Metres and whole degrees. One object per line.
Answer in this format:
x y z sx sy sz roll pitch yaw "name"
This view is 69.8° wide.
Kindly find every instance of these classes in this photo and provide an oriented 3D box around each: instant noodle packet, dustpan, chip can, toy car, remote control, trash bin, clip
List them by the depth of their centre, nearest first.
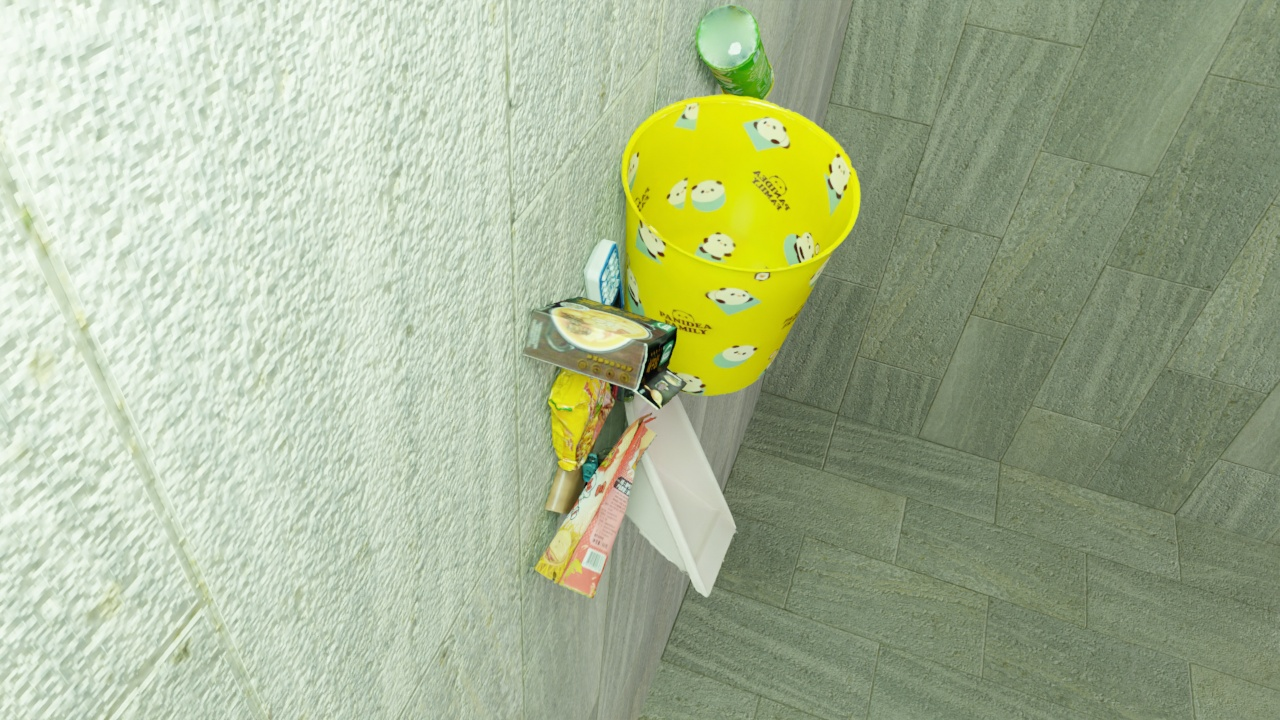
-0.036 -0.068 0.914 0.125 0.024 0.048 84 25 -60 "remote control"
-0.058 0.036 0.918 0.129 0.044 0.110 90 16 -55 "instant noodle packet"
0.085 -0.105 0.974 0.256 0.230 0.229 99 13 -56 "trash bin"
-0.056 0.119 1.027 0.057 0.014 0.046 96 13 -68 "clip"
0.117 -0.361 1.103 0.221 0.072 0.072 -16 122 -77 "chip can"
-0.007 0.007 1.111 0.120 0.045 0.053 -43 148 -54 "toy car"
0.054 0.139 1.205 0.139 0.273 0.222 -51 180 20 "dustpan"

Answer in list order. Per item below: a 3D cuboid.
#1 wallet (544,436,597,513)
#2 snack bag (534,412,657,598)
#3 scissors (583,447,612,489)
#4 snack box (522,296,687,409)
-0.074 0.123 1.027 0.115 0.020 0.101 67 40 -77 "wallet"
-0.037 0.155 1.011 0.207 0.073 0.129 -62 172 -12 "snack bag"
-0.075 0.208 1.132 0.124 0.022 0.235 -40 152 -68 "scissors"
-0.023 -0.011 0.799 0.113 0.126 0.053 -34 140 -72 "snack box"
